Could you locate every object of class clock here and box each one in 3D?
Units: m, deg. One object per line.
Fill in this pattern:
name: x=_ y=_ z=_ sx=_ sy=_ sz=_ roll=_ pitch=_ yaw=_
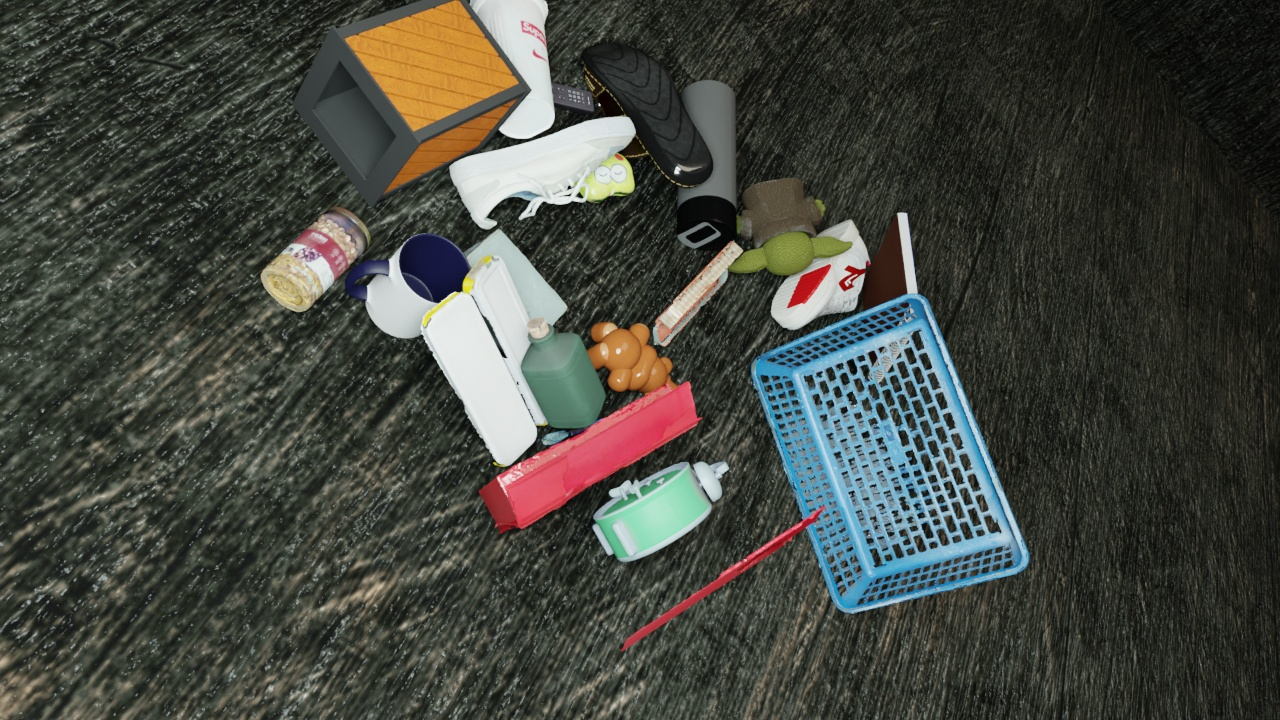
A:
clock: x=0.028 y=0.154 z=1.026 sx=0.161 sy=0.122 sz=0.075 roll=-30 pitch=91 yaw=-22

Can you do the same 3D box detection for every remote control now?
remote control: x=-0.124 y=-0.353 z=1.215 sx=0.136 sy=0.015 sz=0.032 roll=4 pitch=68 yaw=-33

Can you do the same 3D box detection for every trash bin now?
trash bin: x=-0.250 y=-0.290 z=1.010 sx=0.139 sy=0.140 sz=0.171 roll=53 pitch=49 yaw=-5

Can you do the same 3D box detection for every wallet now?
wallet: x=-0.154 y=-0.076 z=1.051 sx=0.131 sy=0.054 sz=0.100 roll=49 pitch=51 yaw=-15

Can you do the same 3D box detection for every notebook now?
notebook: x=0.364 y=-0.086 z=1.349 sx=0.022 sy=0.209 sz=0.171 roll=1 pitch=65 yaw=-1

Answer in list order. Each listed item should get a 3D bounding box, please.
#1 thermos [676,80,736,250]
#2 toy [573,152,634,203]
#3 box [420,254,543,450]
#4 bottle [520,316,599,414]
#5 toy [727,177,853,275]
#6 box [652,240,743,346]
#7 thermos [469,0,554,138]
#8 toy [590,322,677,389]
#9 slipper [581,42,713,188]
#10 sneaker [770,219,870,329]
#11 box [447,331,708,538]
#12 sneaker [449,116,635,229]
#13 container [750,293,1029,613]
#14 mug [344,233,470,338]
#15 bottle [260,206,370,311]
thermos: x=0.094 y=-0.275 z=1.299 sx=0.082 sy=0.082 sz=0.240 roll=18 pitch=61 yaw=-30
toy: x=-0.060 y=-0.260 z=1.202 sx=0.092 sy=0.046 sz=0.115 roll=-20 pitch=75 yaw=-32
box: x=-0.150 y=0.003 z=0.966 sx=0.129 sy=0.036 sz=0.210 roll=-53 pitch=138 yaw=-36
bottle: x=-0.088 y=0.008 z=0.983 sx=0.061 sy=0.061 sz=0.131 roll=-70 pitch=148 yaw=-42
toy: x=0.204 y=-0.195 z=1.333 sx=0.179 sy=0.078 sz=0.152 roll=-11 pitch=70 yaw=1
box: x=0.074 y=-0.089 z=1.212 sx=0.042 sy=0.083 sz=0.186 roll=43 pitch=52 yaw=1
thermos: x=-0.155 y=-0.381 z=1.139 sx=0.099 sy=0.100 sz=0.220 roll=8 pitch=58 yaw=-34
toy: x=-0.007 y=0.007 z=1.124 sx=0.127 sy=0.065 sz=0.094 roll=38 pitch=60 yaw=-28
slipper: x=0.005 y=-0.332 z=1.259 sx=0.112 sy=0.076 sz=0.267 roll=-24 pitch=69 yaw=-27
sneaker: x=0.283 y=-0.105 z=1.371 sx=0.104 sy=0.091 sz=0.235 roll=52 pitch=47 yaw=-17
box: x=-0.058 y=0.099 z=0.945 sx=0.214 sy=0.164 sz=0.153 roll=-30 pitch=132 yaw=-23
sneaker: x=-0.107 y=-0.227 z=1.117 sx=0.241 sy=0.090 sz=0.091 roll=-24 pitch=98 yaw=-24
container: x=0.325 y=0.122 z=1.206 sx=0.089 sy=0.258 sz=0.362 roll=-3 pitch=72 yaw=-59
mug: x=-0.246 y=-0.078 z=0.948 sx=0.111 sy=0.097 sz=0.078 roll=7 pitch=66 yaw=-34
bottle: x=-0.327 y=-0.103 z=0.927 sx=0.056 sy=0.056 sz=0.105 roll=42 pitch=52 yaw=-14
